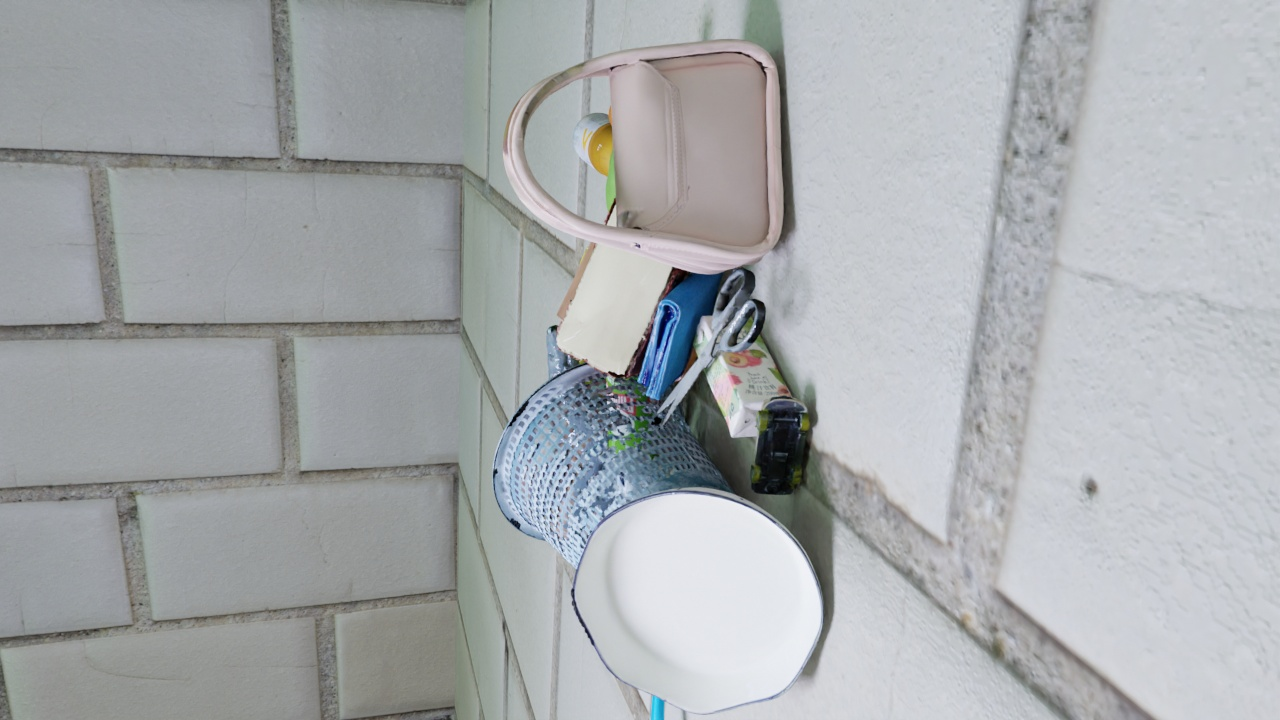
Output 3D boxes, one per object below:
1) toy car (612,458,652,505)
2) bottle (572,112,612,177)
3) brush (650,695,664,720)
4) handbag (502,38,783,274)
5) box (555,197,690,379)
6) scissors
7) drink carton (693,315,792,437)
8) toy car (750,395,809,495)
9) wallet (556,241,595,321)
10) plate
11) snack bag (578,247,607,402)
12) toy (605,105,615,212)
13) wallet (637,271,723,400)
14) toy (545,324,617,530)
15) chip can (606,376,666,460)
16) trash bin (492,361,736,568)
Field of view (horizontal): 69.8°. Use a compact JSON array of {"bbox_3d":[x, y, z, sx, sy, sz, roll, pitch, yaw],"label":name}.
[{"bbox_3d":[-0.006,0.120,1.116,0.037,0.054,0.120,141,127,-72],"label":"toy car"},{"bbox_3d":[-0.035,-0.266,1.152,0.189,0.068,0.068,-127,40,-61],"label":"bottle"},{"bbox_3d":[0.020,0.356,1.050,0.083,0.045,0.254,139,133,-63],"label":"brush"},{"bbox_3d":[0.002,-0.174,0.775,0.093,0.234,0.193,160,108,-70],"label":"handbag"},{"bbox_3d":[-0.013,-0.072,0.873,0.168,0.091,0.079,-66,-14,10],"label":"box"},{"bbox_3d":[0.058,0.001,0.796,0.145,0.014,0.172,28,103,64],"label":"scissors"},{"bbox_3d":[0.089,0.013,0.813,0.122,0.053,0.046,-110,25,-47],"label":"drink carton"},{"bbox_3d":[0.113,0.069,0.759,0.035,0.042,0.091,-96,9,-62],"label":"toy car"},{"bbox_3d":[-0.050,-0.086,1.126,0.101,0.020,0.115,36,100,46],"label":"wallet"},{"bbox_3d":[0.048,0.194,0.762,0.045,0.205,0.205,-49,-34,-67],"label":"plate"},{"bbox_3d":[-0.057,-0.037,1.241,0.247,0.068,0.157,112,152,-52],"label":"snack bag"},{"bbox_3d":[0.015,-0.194,0.972,0.247,0.089,0.226,111,140,-57],"label":"toy"},{"bbox_3d":[0.041,-0.033,0.880,0.132,0.040,0.107,-45,-26,-57],"label":"wallet"},{"bbox_3d":[-0.075,0.122,1.221,0.138,0.091,0.357,21,128,36],"label":"toy"},{"bbox_3d":[-0.006,0.006,1.012,0.072,0.072,0.236,-116,20,-53],"label":"chip can"},{"bbox_3d":[-0.007,0.139,0.910,0.195,0.226,0.227,42,132,49],"label":"trash bin"}]
